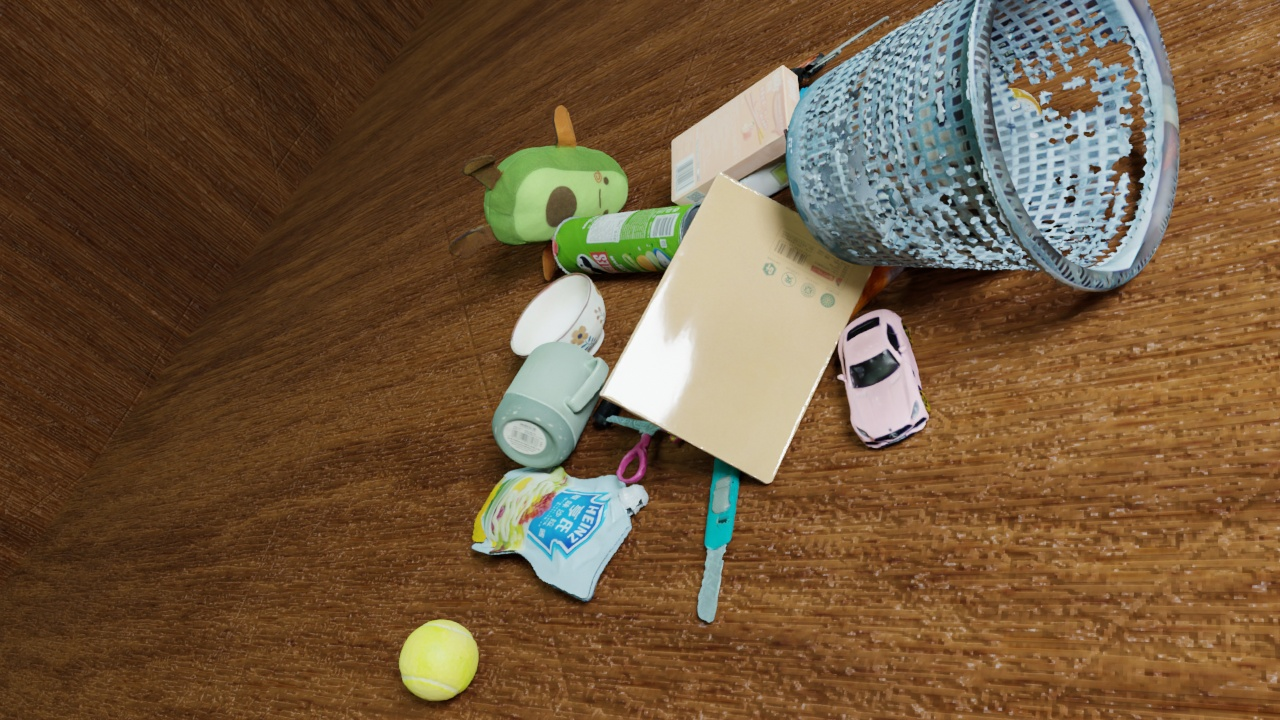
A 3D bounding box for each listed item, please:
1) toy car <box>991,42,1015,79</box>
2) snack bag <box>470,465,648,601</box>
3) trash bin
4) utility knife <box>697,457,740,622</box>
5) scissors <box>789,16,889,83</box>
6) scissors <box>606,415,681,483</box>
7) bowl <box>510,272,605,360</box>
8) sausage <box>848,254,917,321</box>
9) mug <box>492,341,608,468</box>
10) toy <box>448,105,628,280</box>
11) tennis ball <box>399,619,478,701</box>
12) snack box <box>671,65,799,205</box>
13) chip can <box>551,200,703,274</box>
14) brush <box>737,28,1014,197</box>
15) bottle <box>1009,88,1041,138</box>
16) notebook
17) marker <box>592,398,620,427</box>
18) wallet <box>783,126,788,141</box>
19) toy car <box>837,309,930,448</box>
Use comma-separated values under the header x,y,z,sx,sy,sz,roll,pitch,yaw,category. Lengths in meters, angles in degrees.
x,y,z,sx,sy,sz,roll,pitch,yaw,category
0.291,-0.252,0.824,0.091,0.043,0.036,-41,34,6,toy car
-0.075,0.142,0.816,0.191,0.039,0.110,3,44,51,snack bag
0.218,-0.151,0.634,0.195,0.226,0.226,-4,51,55,trash bin
0.065,0.107,0.710,0.029,0.013,0.208,-22,38,34,utility knife
0.174,-0.311,0.982,0.222,0.022,0.221,-29,13,34,scissors
0.008,0.066,0.811,0.133,0.017,0.128,8,45,48,scissors
-0.079,-0.034,0.997,0.114,0.062,0.113,-31,35,25,bowl
0.180,-0.056,0.751,0.165,0.021,0.021,-43,31,4,sausage
-0.079,0.039,0.873,0.112,0.082,0.106,-28,23,33,mug
-0.113,-0.198,1.114,0.246,0.227,0.090,-19,46,-36,toy
-0.170,0.252,0.774,0.066,0.065,0.065,-31,34,24,tennis ball
0.094,-0.223,0.934,0.158,0.026,0.084,-24,55,41,snack box
-0.006,-0.131,1.010,0.236,0.072,0.072,4,57,52,chip can
0.213,-0.253,0.911,0.315,0.060,0.109,-34,39,18,brush
0.278,-0.201,0.760,0.063,0.063,0.108,-43,32,6,bottle
0.080,-0.028,0.716,0.207,0.148,0.008,-62,1,-12,notebook
-0.005,0.005,0.868,0.132,0.020,0.022,-58,-5,14,marker
0.155,-0.143,0.812,0.020,0.096,0.122,-19,37,6,wallet
0.174,0.009,0.671,0.056,0.037,0.122,-30,36,27,toy car
